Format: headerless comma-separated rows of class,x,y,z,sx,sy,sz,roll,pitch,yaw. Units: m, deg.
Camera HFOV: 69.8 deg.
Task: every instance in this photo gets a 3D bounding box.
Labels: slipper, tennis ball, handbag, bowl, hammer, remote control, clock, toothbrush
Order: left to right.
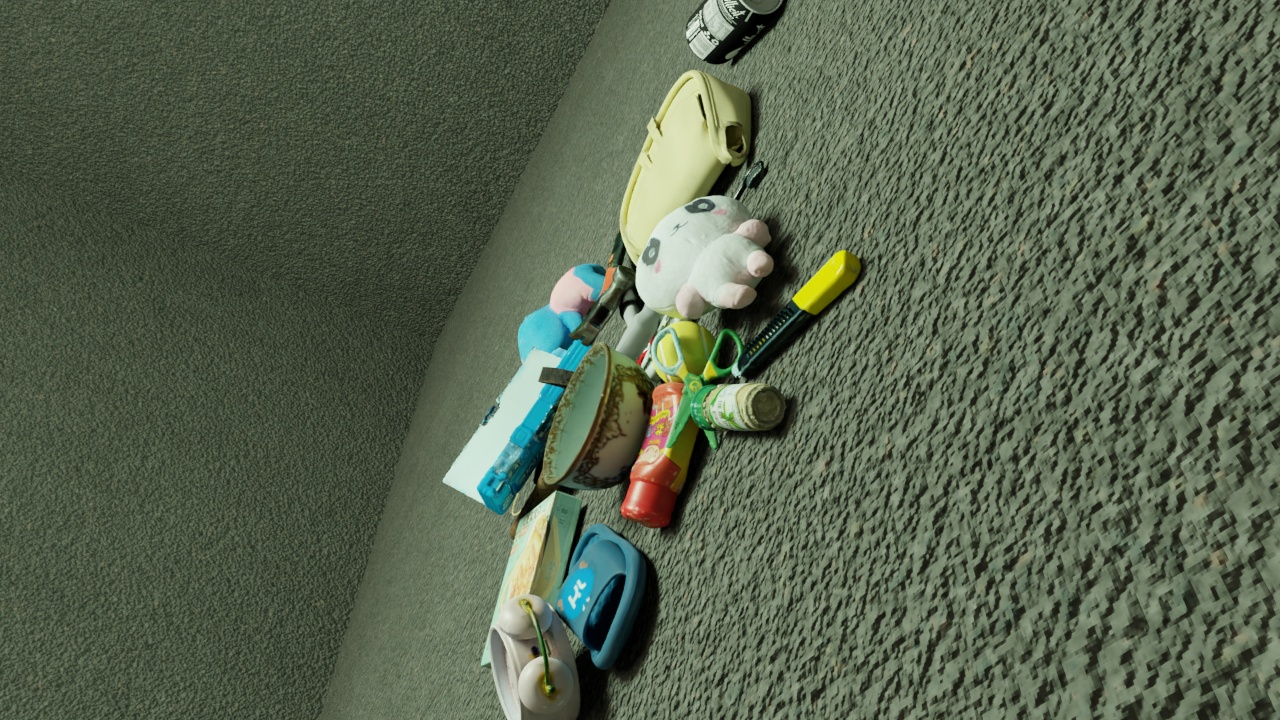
handbag,-0.158,0.171,1.347,0.179,0.027,0.083,-54,22,42
clock,-0.100,0.286,0.866,0.158,0.058,0.116,112,141,-53
hammer,-0.113,0.132,1.149,0.033,0.120,0.331,-75,11,-46
slipper,-0.042,0.213,0.888,0.104,0.059,0.213,-63,16,5
bowl,-0.028,0.070,0.963,0.160,0.094,0.159,-56,20,33
hammer,-0.036,-0.128,1.274,0.133,0.033,0.332,-55,11,26
hammer,-0.015,-0.060,1.151,0.125,0.029,0.310,-59,12,10
remote control,0.040,-0.039,1.019,0.133,0.022,0.050,-64,18,9
handbag,0.049,-0.230,1.133,0.233,0.088,0.190,-58,23,28
tennis ball,0.044,-0.005,0.891,0.065,0.065,0.065,-56,20,33
toothbrush,0.087,-0.144,1.028,0.188,0.014,0.017,-57,27,31

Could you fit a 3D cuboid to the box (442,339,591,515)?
box,-0.168,0.076,1.241,0.243,0.114,0.114,-57,-13,-21

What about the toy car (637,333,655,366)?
toy car,-0.007,0.007,1.096,0.090,0.025,0.038,-55,21,35

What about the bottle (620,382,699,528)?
bottle,0.022,0.090,0.864,0.072,0.048,0.134,-21,49,65

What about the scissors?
scissors,0.042,0.022,0.840,0.130,0.112,0.012,-63,-16,-12

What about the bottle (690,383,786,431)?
bottle,0.081,0.039,0.766,0.110,0.042,0.042,-8,61,69

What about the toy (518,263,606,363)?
toy,-0.112,-0.061,1.409,0.191,0.099,0.224,-53,26,7

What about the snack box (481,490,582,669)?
snack box,-0.131,0.269,1.107,0.142,0.044,0.193,-44,29,56

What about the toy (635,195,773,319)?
toy,0.068,-0.092,0.882,0.139,0.101,0.179,-45,26,-4

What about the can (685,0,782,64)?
can,0.121,-0.453,1.202,0.146,0.080,0.080,-20,49,67

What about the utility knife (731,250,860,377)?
utility knife,0.122,-0.031,0.765,0.174,0.020,0.028,-47,25,46
